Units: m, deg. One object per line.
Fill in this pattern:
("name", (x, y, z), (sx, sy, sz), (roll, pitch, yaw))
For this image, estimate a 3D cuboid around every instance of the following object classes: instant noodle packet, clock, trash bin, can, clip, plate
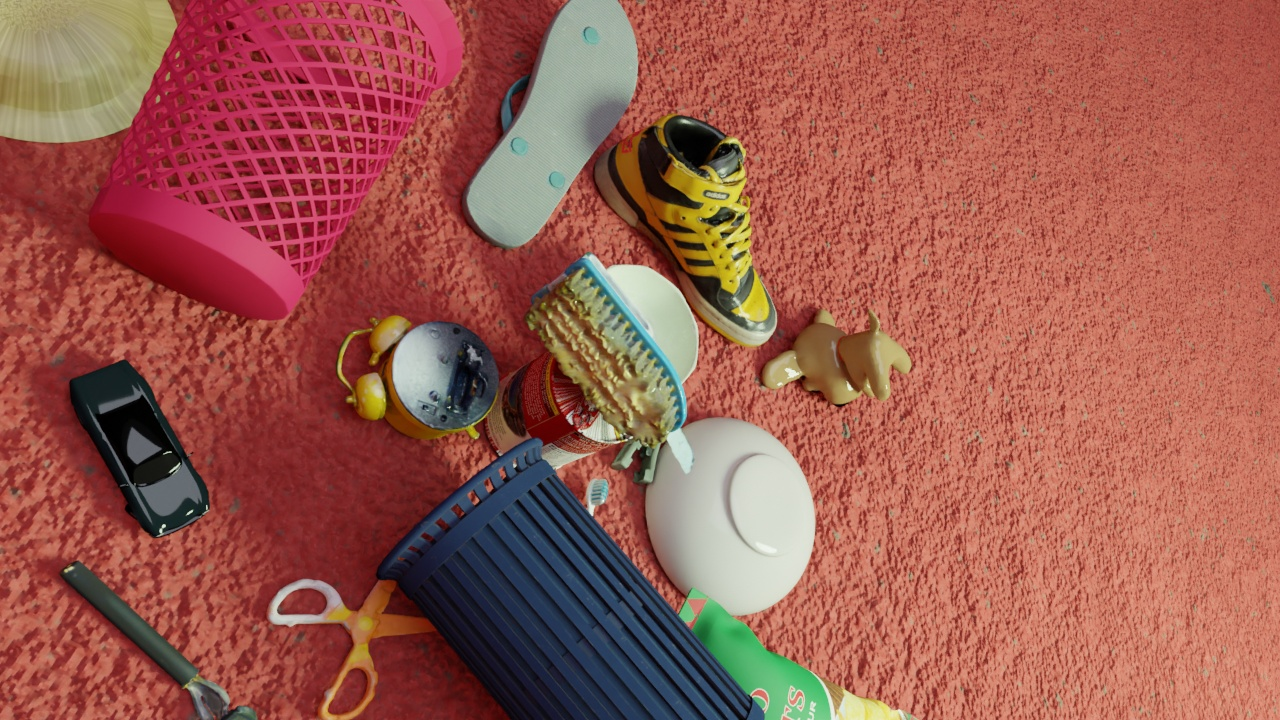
("instant noodle packet", (0.093, 0.320, 0.709), (0.252, 0.090, 0.195), (34, 76, -18))
("clock", (-0.163, 0.012, 0.674), (0.118, 0.057, 0.083), (23, 62, -27))
("trash bin", (-0.040, 0.190, 0.608), (0.249, 0.140, 0.139), (48, 52, 6))
("can", (-0.057, 0.033, 0.702), (0.086, 0.117, 0.086), (12, 67, -31))
("clip", (-0.002, 0.065, 0.790), (0.050, 0.023, 0.078), (21, 65, -29))
("plate", (-0.404, -0.237, 0.608), (0.184, 0.036, 0.184), (12, 67, -31))

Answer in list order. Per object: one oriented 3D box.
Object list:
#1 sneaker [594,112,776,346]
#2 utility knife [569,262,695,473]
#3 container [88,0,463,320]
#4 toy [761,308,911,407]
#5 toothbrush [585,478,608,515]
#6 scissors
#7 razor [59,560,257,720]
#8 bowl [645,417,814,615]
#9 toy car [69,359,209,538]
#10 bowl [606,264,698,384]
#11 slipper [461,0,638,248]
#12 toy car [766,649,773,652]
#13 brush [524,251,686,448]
("sneaker", (0.071, -0.123, 0.844), (0.238, 0.122, 0.085), (47, 55, -11))
("utility knife", (-0.004, 0.004, 0.733), (0.030, 0.018, 0.191), (-29, 88, -33))
("container", (-0.247, -0.155, 0.613), (0.183, 0.184, 0.225), (29, 67, -24))
("toy", (0.202, -0.002, 0.907), (0.133, 0.108, 0.106), (-42, 115, -37))
("toothbrush", (-0.057, 0.193, 0.702), (0.027, 0.027, 0.222), (42, 51, -44))
("scissors", (-0.194, 0.178, 0.623), (0.128, 0.011, 0.125), (38, 51, -19))
("razor", (-0.292, 0.175, 0.552), (0.043, 0.022, 0.144), (-40, 95, 3))
("bowl", (0.094, 0.131, 0.803), (0.176, 0.066, 0.176), (12, 67, -31))
("toy car", (-0.311, 0.054, 0.571), (0.046, 0.034, 0.112), (-30, 92, -38))
("bowl", (-0.014, -0.018, 0.785), (0.117, 0.061, 0.117), (13, 67, -32))
("slipper", (-0.078, -0.212, 0.826), (0.098, 0.055, 0.268), (32, 69, -25))
("toy car", (0.076, 0.253, 0.763), (0.091, 0.036, 0.042), (20, 93, -30))
("brush", (-0.014, -0.007, 0.638), (0.136, 0.056, 0.075), (52, 31, -9))
